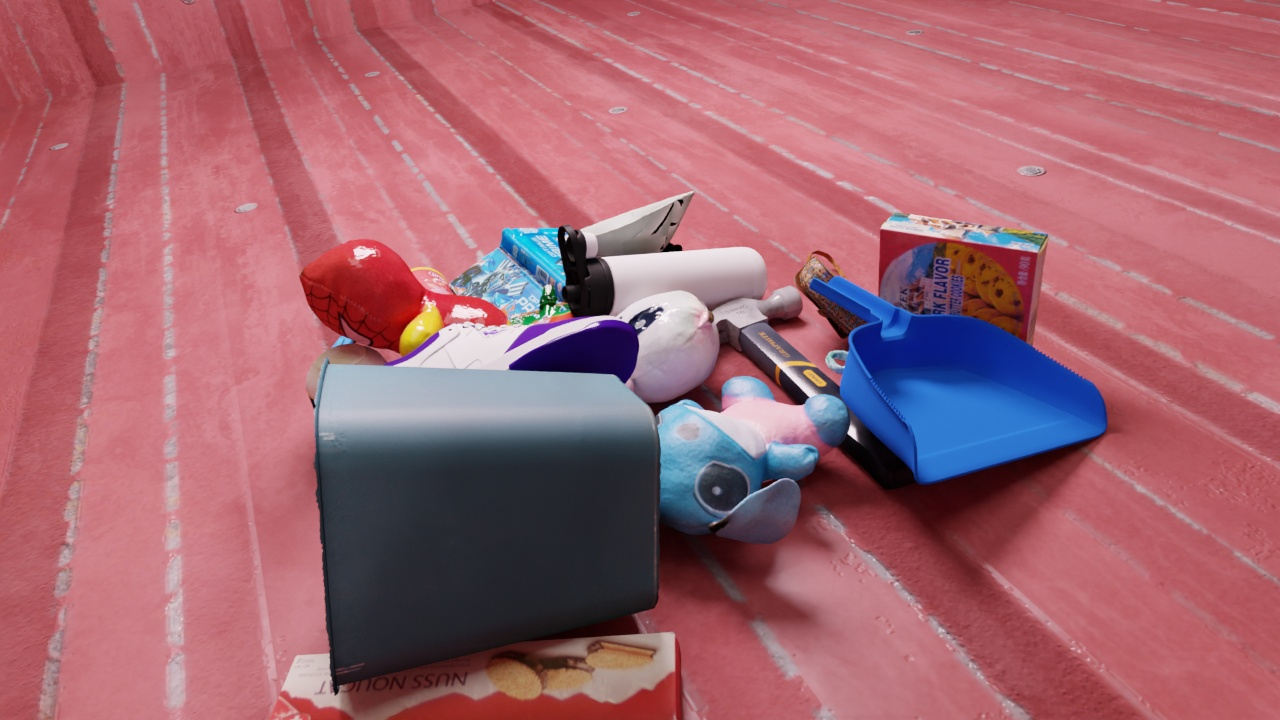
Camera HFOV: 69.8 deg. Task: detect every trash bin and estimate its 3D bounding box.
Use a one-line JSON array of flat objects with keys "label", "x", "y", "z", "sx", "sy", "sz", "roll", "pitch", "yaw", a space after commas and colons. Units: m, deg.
[{"label": "trash bin", "x": -0.111, "y": 0.099, "z": 0.655, "sx": 0.218, "sy": 0.199, "sz": 0.196, "roll": -3, "pitch": 14, "yaw": -15}]

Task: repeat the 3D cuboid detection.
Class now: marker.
[{"label": "marker", "x": -0.345, "y": -0.033, "z": 1.089, "sx": 0.018, "sy": 0.015, "sz": 0.122, "roll": -4, "pitch": 32, "yaw": 8}]

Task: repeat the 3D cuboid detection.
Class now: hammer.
[{"label": "hammer", "x": 0.165, "y": 0.020, "z": 0.882, "sx": 0.139, "sy": 0.035, "sz": 0.312, "roll": -19, "pitch": 35, "yaw": -17}]

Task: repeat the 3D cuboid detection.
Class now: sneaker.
[{"label": "sneaker", "x": -0.123, "y": 0.009, "z": 0.786, "sx": 0.244, "sy": 0.092, "sz": 0.111, "roll": -20, "pitch": 38, "yaw": 0}]

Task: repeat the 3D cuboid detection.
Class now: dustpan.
[{"label": "dustpan", "x": 0.239, "y": -0.003, "z": 0.814, "sx": 0.245, "sy": 0.060, "sz": 0.257, "roll": -8, "pitch": 30, "yaw": -32}]

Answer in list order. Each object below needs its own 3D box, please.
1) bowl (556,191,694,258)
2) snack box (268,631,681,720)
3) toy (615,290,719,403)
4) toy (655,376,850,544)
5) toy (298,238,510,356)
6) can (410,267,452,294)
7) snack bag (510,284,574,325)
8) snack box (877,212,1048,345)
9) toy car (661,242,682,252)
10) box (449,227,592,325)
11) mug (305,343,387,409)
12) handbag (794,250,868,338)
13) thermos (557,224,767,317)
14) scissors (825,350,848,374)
[{"label": "bowl", "x": -0.009, "y": -0.139, "z": 1.076, "sx": 0.174, "sy": 0.068, "sz": 0.174, "roll": -19, "pitch": 13, "yaw": 4}, {"label": "snack box", "x": -0.109, "y": 0.229, "z": 0.615, "sx": 0.273, "sy": 0.044, "sz": 0.076, "roll": -4, "pitch": 33, "yaw": 6}, {"label": "toy", "x": -0.005, "y": 0.005, "z": 0.891, "sx": 0.179, "sy": 0.101, "sz": 0.139, "roll": -34, "pitch": 16, "yaw": -7}, {"label": "toy", "x": 0.064, "y": 0.069, "z": 0.775, "sx": 0.190, "sy": 0.099, "sz": 0.224, "roll": -26, "pitch": 36, "yaw": -35}, {"label": "toy", "x": -0.229, "y": -0.047, "z": 0.910, "sx": 0.098, "sy": 0.216, "sz": 0.148, "roll": -65, "pitch": 19, "yaw": -8}, {"label": "can", "x": -0.242, "y": -0.053, "z": 1.051, "sx": 0.066, "sy": 0.067, "sz": 0.124, "roll": -17, "pitch": 34, "yaw": -13}, {"label": "snack bag", "x": -0.104, "y": -0.025, "z": 0.966, "sx": 0.087, "sy": 0.044, "sz": 0.154, "roll": -14, "pitch": 45, "yaw": 15}, {"label": "snack box", "x": 0.301, "y": -0.061, "z": 0.874, "sx": 0.145, "sy": 0.143, "sz": 0.040, "roll": 14, "pitch": 41, "yaw": 30}, {"label": "toy car", "x": 0.028, "y": -0.124, "z": 1.122, "sx": 0.036, "sy": 0.042, "sz": 0.092, "roll": -34, "pitch": 39, "yaw": -15}, {"label": "box", "x": -0.120, "y": -0.097, "z": 1.098, "sx": 0.175, "sy": 0.060, "sz": 0.243, "roll": -22, "pitch": 35, "yaw": -20}, {"label": "mug", "x": -0.290, "y": 0.028, "z": 0.916, "sx": 0.085, "sy": 0.089, "sz": 0.112, "roll": -24, "pitch": 36, "yaw": -23}, {"label": "handbag", "x": 0.206, "y": -0.084, "z": 1.003, "sx": 0.043, "sy": 0.093, "sz": 0.195, "roll": -43, "pitch": 10, "yaw": 19}, {"label": "thermos", "x": 0.024, "y": -0.099, "z": 0.987, "sx": 0.229, "sy": 0.101, "sz": 0.068, "roll": -6, "pitch": 11, "yaw": -25}, {"label": "scissors", "x": 0.218, "y": 0.003, "z": 0.871, "sx": 0.108, "sy": 0.012, "sz": 0.131, "roll": 24, "pitch": 27, "yaw": 1}]
